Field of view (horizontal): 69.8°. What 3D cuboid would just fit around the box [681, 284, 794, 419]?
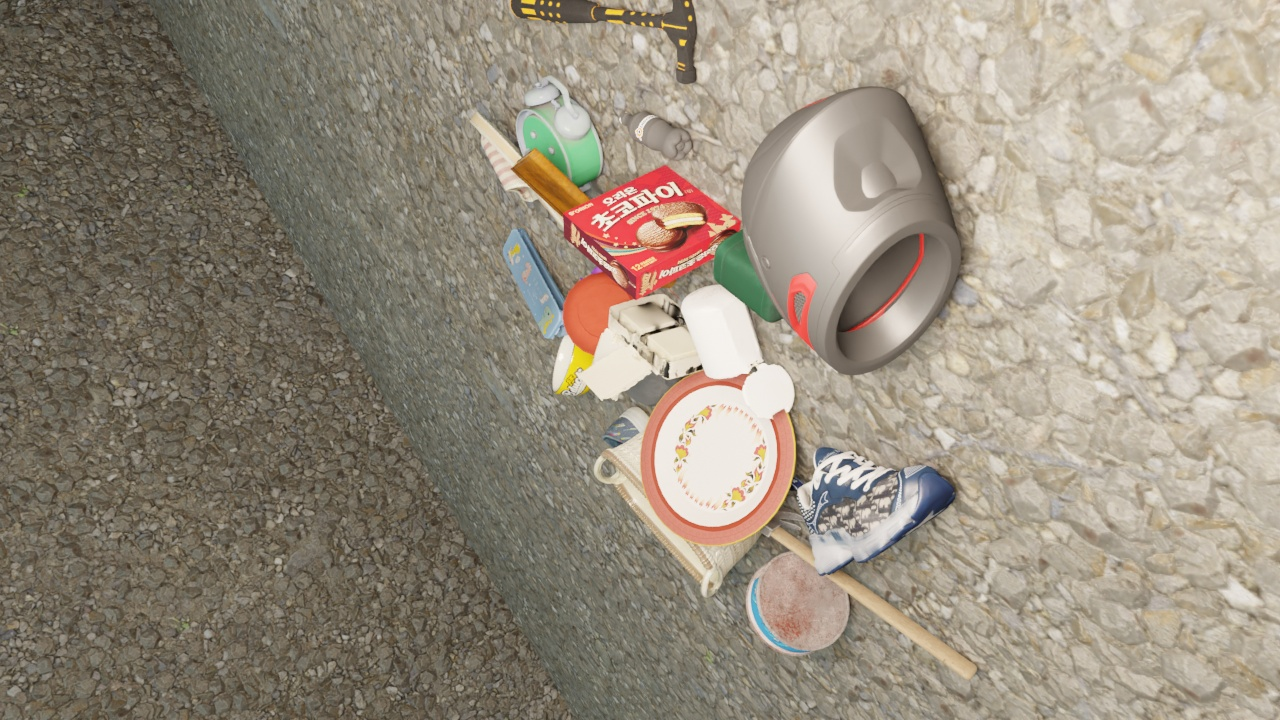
[{"bbox_3d":[0.116,-0.009,1.102,0.112,0.084,0.162,8,126,49],"label":"box"}]

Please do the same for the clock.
[{"bbox_3d":[-0.111,-0.295,1.202,0.122,0.075,0.162,44,153,27],"label":"clock"}]

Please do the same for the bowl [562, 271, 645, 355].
[{"bbox_3d":[-0.048,-0.066,1.273,0.122,0.122,0.035,57,176,5],"label":"bowl"}]

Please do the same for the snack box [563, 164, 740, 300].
[{"bbox_3d":[0.012,-0.150,1.051,0.132,0.151,0.036,43,150,30],"label":"snack box"}]

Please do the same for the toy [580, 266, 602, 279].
[{"bbox_3d":[-0.069,-0.100,1.340,0.088,0.056,0.106,-149,75,-77],"label":"toy"}]

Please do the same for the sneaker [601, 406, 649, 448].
[{"bbox_3d":[0.025,0.187,1.463,0.235,0.079,0.088,56,154,8],"label":"sneaker"}]

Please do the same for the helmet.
[{"bbox_3d":[0.170,-0.121,0.792,0.170,0.164,0.265,56,167,34],"label":"helmet"}]

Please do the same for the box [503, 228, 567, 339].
[{"bbox_3d":[-0.173,-0.126,1.481,0.209,0.049,0.066,59,152,28],"label":"box"}]

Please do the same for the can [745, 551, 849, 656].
[{"bbox_3d":[0.209,0.323,1.221,0.130,0.129,0.044,53,153,14],"label":"can"}]

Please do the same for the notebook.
[{"bbox_3d":[-0.060,-0.172,1.182,0.249,0.014,0.178,42,174,-16],"label":"notebook"}]

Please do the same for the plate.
[{"bbox_3d":[0.098,0.123,1.183,0.230,0.021,0.229,-9,74,34],"label":"plate"}]

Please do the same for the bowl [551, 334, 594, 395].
[{"bbox_3d":[-0.093,0.004,1.473,0.117,0.067,0.117,-165,91,-73],"label":"bowl"}]

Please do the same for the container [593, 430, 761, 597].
[{"bbox_3d":[0.062,0.201,1.315,0.246,0.142,0.185,44,164,27],"label":"container"}]

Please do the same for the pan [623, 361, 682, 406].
[{"bbox_3d":[0.043,0.028,1.309,0.357,0.041,0.179,33,143,43],"label":"pan"}]

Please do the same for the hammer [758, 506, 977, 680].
[{"bbox_3d":[0.265,0.280,1.139,0.331,0.119,0.031,32,116,27],"label":"hammer"}]

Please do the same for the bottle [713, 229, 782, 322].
[{"bbox_3d":[0.143,-0.083,0.993,0.131,0.061,0.061,43,152,31],"label":"bottle"}]

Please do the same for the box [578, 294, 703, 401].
[{"bbox_3d":[0.002,-0.004,1.194,0.145,0.185,0.095,45,160,41],"label":"box"}]

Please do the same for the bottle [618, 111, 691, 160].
[{"bbox_3d":[0.014,-0.265,1.062,0.110,0.036,0.036,37,146,38],"label":"bottle"}]

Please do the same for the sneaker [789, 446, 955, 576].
[{"bbox_3d":[0.242,0.151,1.034,0.132,0.103,0.270,60,158,14],"label":"sneaker"}]

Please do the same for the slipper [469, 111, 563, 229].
[{"bbox_3d":[-0.165,-0.256,1.332,0.263,0.052,0.115,49,-174,14],"label":"slipper"}]

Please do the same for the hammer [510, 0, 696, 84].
[{"bbox_3d":[-0.050,-0.399,1.045,0.321,0.036,0.123,29,140,43],"label":"hammer"}]
